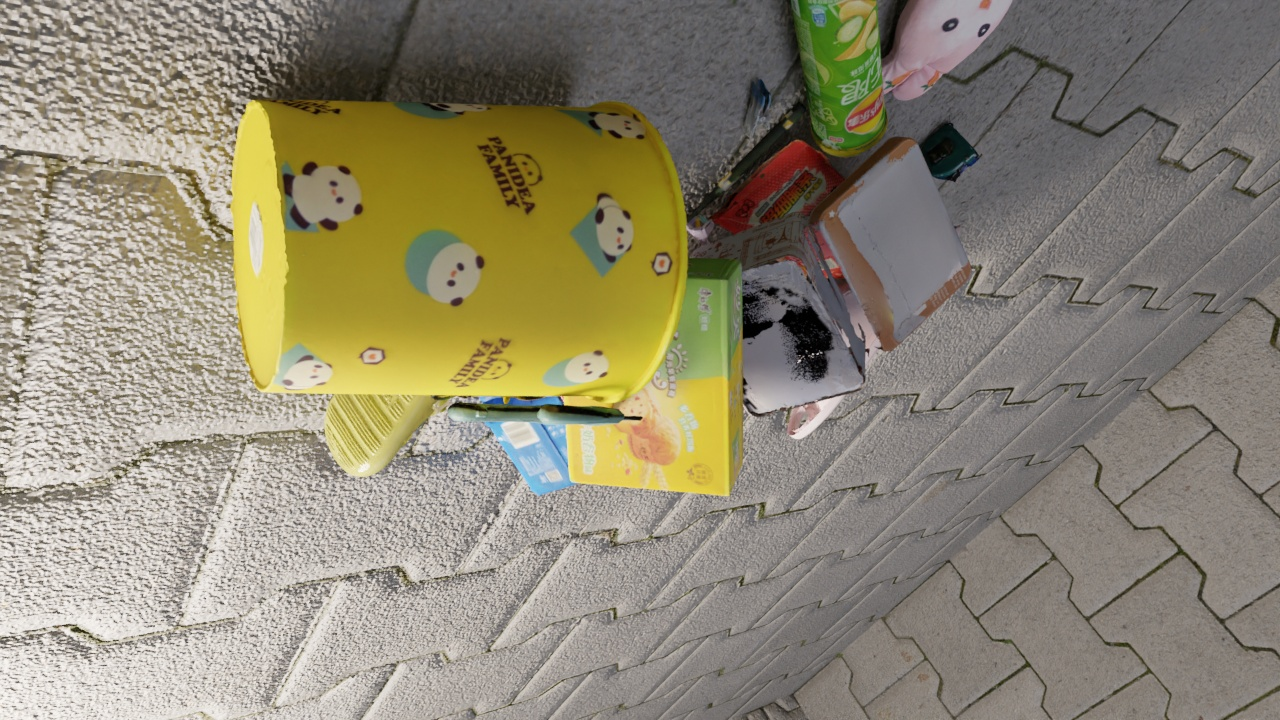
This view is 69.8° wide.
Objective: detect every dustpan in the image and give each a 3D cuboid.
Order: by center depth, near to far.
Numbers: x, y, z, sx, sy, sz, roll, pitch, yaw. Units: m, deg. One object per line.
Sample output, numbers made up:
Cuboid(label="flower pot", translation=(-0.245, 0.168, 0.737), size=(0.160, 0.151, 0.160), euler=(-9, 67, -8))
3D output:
Cuboid(label="dustpan", translation=(0.265, -0.032, 1.076), size=(0.274, 0.139, 0.222), euler=(-29, -177, 9))

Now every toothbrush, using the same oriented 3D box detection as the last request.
Cuboid(label="toothbrush", translation=(0.092, -0.179, 0.896), size=(0.186, 0.012, 0.017), euler=(-44, 154, 18))
Cuboid(label="toothbrush", translation=(0.080, -0.104, 0.974), size=(0.029, 0.021, 0.189), euler=(0, 162, 16))

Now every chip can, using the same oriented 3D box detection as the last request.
Cuboid(label="chip can", translation=(0.169, -0.267, 0.780), size=(0.072, 0.072, 0.221), euler=(-33, 150, 1))

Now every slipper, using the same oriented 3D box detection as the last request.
Cuboid(label="slipper", translation=(-0.211, 0.031, 0.845), size=(0.191, 0.091, 0.081), euler=(-48, 149, 18))

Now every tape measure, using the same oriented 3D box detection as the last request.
Cuboid(label="tape measure", translation=(0.337, -0.227, 1.010), size=(0.055, 0.058, 0.025), euler=(-43, 149, 25))

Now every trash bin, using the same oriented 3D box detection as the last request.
Cuboid(label="trash bin", translation=(-0.135, -0.075, 0.641), size=(0.254, 0.229, 0.230), euler=(-4, 139, -32))

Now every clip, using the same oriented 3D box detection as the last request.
Cuboid(label="clip", translation=(0.106, -0.227, 0.830), size=(0.029, 0.024, 0.057), euler=(-23, 155, -9))

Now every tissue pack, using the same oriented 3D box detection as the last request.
Cuboid(label="tissue pack", translation=(-0.100, 0.080, 0.992), size=(0.095, 0.052, 0.157), euler=(-18, 126, 13))

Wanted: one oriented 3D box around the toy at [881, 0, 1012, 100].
Cuboid(label="toy", translation=(0.277, -0.304, 0.853), size=(0.121, 0.054, 0.160), euler=(-9, 150, -34))

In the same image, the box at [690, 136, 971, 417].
Cuboid(label="box", translation=(0.184, -0.072, 0.888), size=(0.274, 0.124, 0.179), euler=(-30, 120, 8))

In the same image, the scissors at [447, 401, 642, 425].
Cuboid(label="scissors", translation=(-0.080, 0.044, 0.751), size=(0.179, 0.019, 0.172), euler=(0, 177, 12))

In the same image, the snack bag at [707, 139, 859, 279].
Cuboid(label="snack bag", translation=(0.171, -0.150, 0.966), size=(0.129, 0.073, 0.207), euler=(-34, 147, 25))

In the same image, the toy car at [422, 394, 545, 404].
Cuboid(label="toy car", translation=(-0.131, 0.001, 0.774), size=(0.155, 0.071, 0.041), euler=(3, 158, -34))

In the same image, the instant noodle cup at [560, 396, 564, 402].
Cuboid(label="instant noodle cup", translation=(-0.006, 0.006, 0.948), size=(0.164, 0.189, 0.079), euler=(-30, -168, -3))

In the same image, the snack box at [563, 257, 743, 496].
Cuboid(label="snack box", translation=(0.011, 0.013, 0.840), size=(0.069, 0.158, 0.210), euler=(-51, 141, -64))
